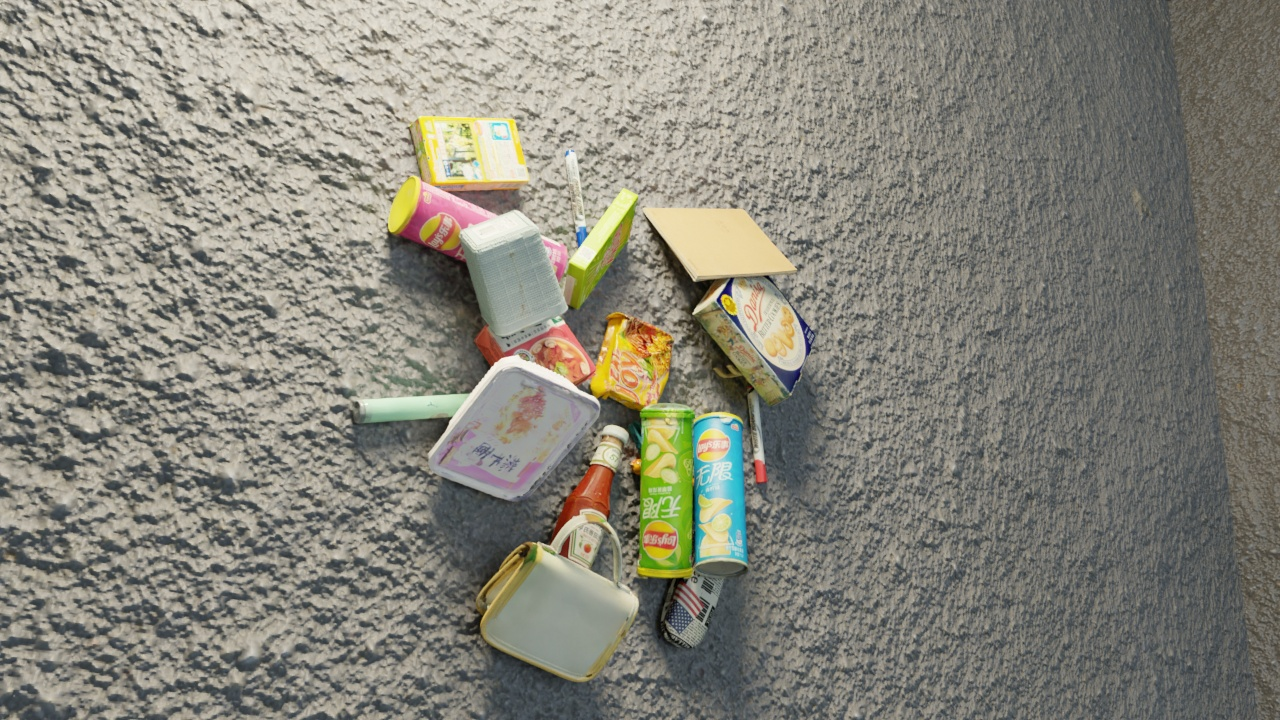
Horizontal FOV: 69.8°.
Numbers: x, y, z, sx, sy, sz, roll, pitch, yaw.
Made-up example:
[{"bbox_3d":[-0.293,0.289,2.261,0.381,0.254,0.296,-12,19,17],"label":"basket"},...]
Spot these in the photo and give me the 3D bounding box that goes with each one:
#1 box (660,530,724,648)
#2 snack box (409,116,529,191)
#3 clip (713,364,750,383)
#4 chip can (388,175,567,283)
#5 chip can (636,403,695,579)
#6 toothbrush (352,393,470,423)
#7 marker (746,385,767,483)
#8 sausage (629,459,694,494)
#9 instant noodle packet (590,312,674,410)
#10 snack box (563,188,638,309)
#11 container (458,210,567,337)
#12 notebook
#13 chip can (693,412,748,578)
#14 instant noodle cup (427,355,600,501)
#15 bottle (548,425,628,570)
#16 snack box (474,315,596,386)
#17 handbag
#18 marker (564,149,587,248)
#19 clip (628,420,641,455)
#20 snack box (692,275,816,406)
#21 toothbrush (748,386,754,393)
[{"bbox_3d":[0.070,0.299,1.215,0.072,0.060,0.164,29,58,-7],"label":"box"},{"bbox_3d":[-0.212,-0.258,1.150,0.140,0.034,0.087,-11,84,-42],"label":"snack box"},{"bbox_3d":[0.146,0.018,1.360,0.102,0.035,0.094,58,46,-20],"label":"clip"},{"bbox_3d":[-0.192,-0.147,1.107,0.210,0.072,0.071,22,64,-33],"label":"chip can"},{"bbox_3d":[0.033,0.165,1.175,0.072,0.073,0.221,4,85,-38],"label":"chip can"},{"bbox_3d":[-0.221,0.053,1.056,0.224,0.027,0.027,-2,71,-40],"label":"toothbrush"},{"bbox_3d":[0.173,0.109,1.364,0.017,0.017,0.145,5,74,-38],"label":"marker"},{"bbox_3d":[0.049,0.163,1.245,0.165,0.022,0.021,23,64,-32],"label":"sausage"},{"bbox_3d":[-0.007,0.007,1.232,0.110,0.044,0.128,24,63,-27],"label":"instant noodle packet"},{"bbox_3d":[-0.052,-0.149,1.214,0.026,0.086,0.156,27,55,7],"label":"snack box"},{"bbox_3d":[-0.149,-0.103,1.055,0.089,0.090,0.111,-23,121,-15],"label":"container"},{"bbox_3d":[0.119,-0.176,1.363,0.211,0.012,0.149,-8,52,-40],"label":"notebook"},{"bbox_3d":[0.105,0.177,1.218,0.071,0.071,0.209,23,52,-32],"label":"chip can"},{"bbox_3d":[-0.145,0.070,1.037,0.138,0.174,0.060,27,27,-31],"label":"instant noodle cup"},{"bbox_3d":[-0.061,0.174,1.127,0.059,0.060,0.205,36,58,-26],"label":"bottle"},{"bbox_3d":[-0.119,-0.011,1.128,0.126,0.044,0.113,-30,82,-40],"label":"snack box"},{"bbox_3d":[-0.079,0.257,1.036,0.163,0.063,0.179,34,95,-27],"label":"handbag"},{"bbox_3d":[-0.086,-0.217,1.249,0.016,0.017,0.145,-1,78,-39],"label":"marker"},{"bbox_3d":[0.002,0.106,1.229,0.049,0.015,0.057,-38,103,-37],"label":"clip"},{"bbox_3d":[0.174,-0.051,1.353,0.182,0.046,0.177,50,36,-11],"label":"snack box"},{"bbox_3d":[0.199,0.009,1.391,0.017,0.014,0.188,53,37,-1],"label":"toothbrush"}]
